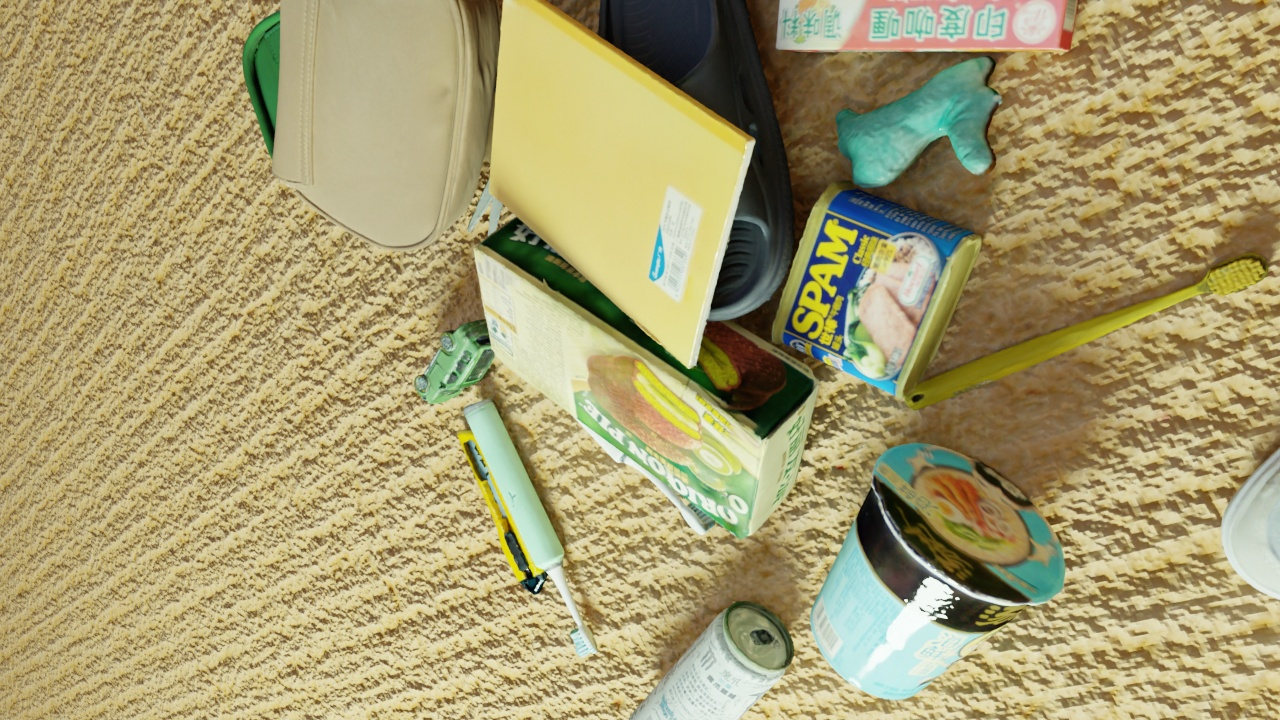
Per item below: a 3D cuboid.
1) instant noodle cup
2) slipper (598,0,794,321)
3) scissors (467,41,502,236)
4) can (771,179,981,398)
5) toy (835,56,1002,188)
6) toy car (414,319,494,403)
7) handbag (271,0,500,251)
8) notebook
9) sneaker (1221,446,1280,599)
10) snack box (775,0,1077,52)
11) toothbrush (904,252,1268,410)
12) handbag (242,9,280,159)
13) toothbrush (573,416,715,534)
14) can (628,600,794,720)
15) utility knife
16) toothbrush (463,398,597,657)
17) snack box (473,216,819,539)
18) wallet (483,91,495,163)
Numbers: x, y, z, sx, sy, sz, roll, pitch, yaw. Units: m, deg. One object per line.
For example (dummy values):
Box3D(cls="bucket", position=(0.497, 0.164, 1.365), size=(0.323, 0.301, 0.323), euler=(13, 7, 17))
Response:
Box3D(cls="instant noodle cup", position=(0.158, 0.128, 0.523), size=(0.111, 0.111, 0.121), euler=(39, 129, 23))
Box3D(cls="slipper", position=(0.012, -0.153, 0.534), size=(0.111, 0.083, 0.268), euler=(-15, 77, 34))
Box3D(cls="scissors", position=(-0.098, -0.159, 0.654), size=(0.172, 0.012, 0.140), euler=(-22, 89, 44))
Box3D(cls="can", position=(0.133, -0.040, 0.522), size=(0.083, 0.057, 0.102), euler=(28, 116, 26))
Box3D(cls="toy", position=(0.151, -0.124, 0.492), size=(0.092, 0.030, 0.096), euler=(-30, 48, 28))
Box3D(cls="toy car", position=(-0.148, 0.004, 0.746), size=(0.036, 0.043, 0.091), euler=(52, 126, 14))
Box3D(cls="handbag", position=(-0.174, -0.185, 0.630), size=(0.148, 0.099, 0.205), euler=(19, 121, 4))
Box3D(cls="notebook", position=(-0.024, -0.109, 0.527), size=(0.206, 0.010, 0.146), euler=(42, 138, 31))
Box3D(cls="sneaker", position=(0.350, 0.038, 0.360), size=(0.089, 0.090, 0.243), euler=(54, 126, 15))
Box3D(cls="snack box", position=(0.149, -0.204, 0.487), size=(0.156, 0.027, 0.077), euler=(13, 110, 34))
Box3D(cls="toothbrush", position=(0.225, -0.011, 0.486), size=(0.191, 0.016, 0.015), euler=(-27, 84, 37))
Box3D(cls="handbag", position=(-0.249, -0.216, 0.733), size=(0.120, 0.067, 0.131), euler=(-23, 82, 28))
Box3D(cls="toothbrush", position=(-0.027, 0.046, 0.678), size=(0.221, 0.026, 0.027), euler=(44, 148, 19))
Box3D(cls="can", position=(0.047, 0.236, 0.652), size=(0.058, 0.058, 0.147), euler=(45, 123, 19))
Box3D(cls="utility knife", position=(-0.117, 0.126, 0.771), size=(0.033, 0.015, 0.153), euler=(-29, 83, 35))
Box3D(cls="toothbrush", position=(-0.086, 0.134, 0.744), size=(0.027, 0.026, 0.224), euler=(-28, 84, 16))
Box3D(cls="snack box", position=(-0.004, 0.004, 0.601), size=(0.240, 0.063, 0.115), euler=(33, 147, 26))
Box3D(cls="wallet", position=(-0.067, -0.164, 0.655), size=(0.115, 0.033, 0.090), euler=(36, 121, 28))
